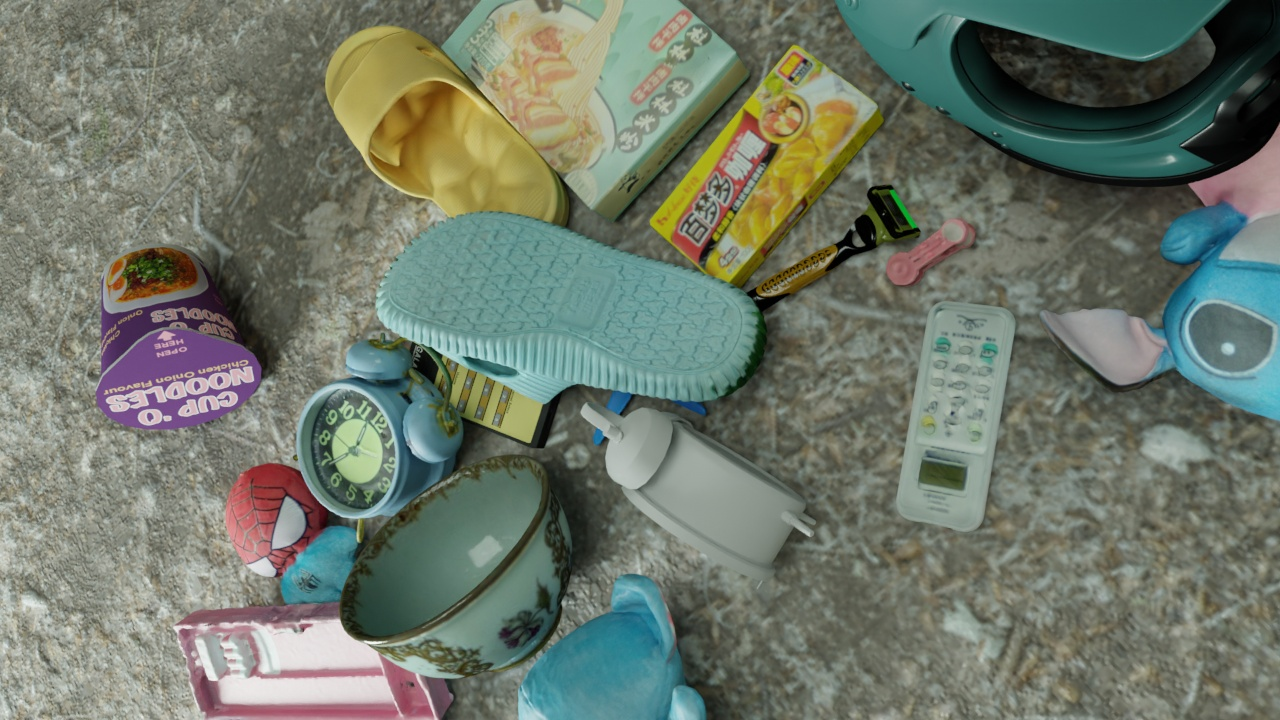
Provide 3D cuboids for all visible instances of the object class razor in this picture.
[{"bbox_3d":[0.107,-0.059,0.594,0.144,0.021,0.044,-31,55,17],"label":"razor"}]

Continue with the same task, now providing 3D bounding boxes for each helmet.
[{"bbox_3d":[0.197,-0.201,0.435,0.176,0.200,0.274,-45,48,10],"label":"helmet"}]

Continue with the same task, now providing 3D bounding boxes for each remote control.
[{"bbox_3d":[-0.122,0.019,0.690,0.133,0.013,0.058,17,92,25],"label":"remote control"},{"bbox_3d":[0.188,0.033,0.547,0.050,0.022,0.133,10,88,24],"label":"remote control"}]

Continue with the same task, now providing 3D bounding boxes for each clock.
[{"bbox_3d":[0.028,0.075,0.565,0.159,0.120,0.061,31,92,13],"label":"clock"},{"bbox_3d":[-0.190,0.050,0.682,0.118,0.060,0.162,44,112,16],"label":"clock"}]

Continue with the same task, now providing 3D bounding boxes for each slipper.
[{"bbox_3d":[-0.048,-0.030,0.624,0.276,0.069,0.115,15,72,18],"label":"slipper"},{"bbox_3d":[-0.161,-0.175,0.695,0.263,0.078,0.099,44,101,19],"label":"slipper"}]

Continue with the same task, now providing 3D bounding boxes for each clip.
[{"bbox_3d":[0.182,-0.068,0.565,0.060,0.045,0.023,-50,60,49],"label":"clip"}]

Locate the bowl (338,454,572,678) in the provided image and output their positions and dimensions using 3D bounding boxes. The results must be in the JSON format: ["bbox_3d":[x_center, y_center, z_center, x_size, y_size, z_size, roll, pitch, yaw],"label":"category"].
[{"bbox_3d":[-0.107,0.151,0.614,0.160,0.159,0.094,-22,117,20],"label":"bowl"}]

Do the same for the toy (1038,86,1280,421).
[{"bbox_3d":[0.321,-0.059,0.460,0.224,0.099,0.191,-5,77,26],"label":"toy"}]

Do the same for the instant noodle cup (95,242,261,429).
[{"bbox_3d":[-0.395,-0.031,0.764,0.121,0.121,0.137,62,153,27],"label":"instant noodle cup"}]

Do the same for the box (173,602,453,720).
[{"bbox_3d":[-0.248,0.272,0.708,0.233,0.040,0.179,-8,97,22],"label":"box"}]

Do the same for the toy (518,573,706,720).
[{"bbox_3d":[0.003,0.235,0.561,0.181,0.114,0.183,33,104,45],"label":"toy"}]

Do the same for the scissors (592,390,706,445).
[{"bbox_3d":[-0.004,0.004,0.641,0.126,0.013,0.125,31,96,28],"label":"scissors"}]

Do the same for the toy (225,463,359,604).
[{"bbox_3d":[-0.273,0.141,0.720,0.133,0.062,0.092,46,118,7],"label":"toy"}]

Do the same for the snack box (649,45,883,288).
[{"bbox_3d":[0.081,-0.125,0.610,0.075,0.025,0.152,45,102,21],"label":"snack box"}]

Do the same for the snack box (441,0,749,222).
[{"bbox_3d":[-0.037,-0.216,0.662,0.141,0.044,0.193,-45,68,11],"label":"snack box"}]
